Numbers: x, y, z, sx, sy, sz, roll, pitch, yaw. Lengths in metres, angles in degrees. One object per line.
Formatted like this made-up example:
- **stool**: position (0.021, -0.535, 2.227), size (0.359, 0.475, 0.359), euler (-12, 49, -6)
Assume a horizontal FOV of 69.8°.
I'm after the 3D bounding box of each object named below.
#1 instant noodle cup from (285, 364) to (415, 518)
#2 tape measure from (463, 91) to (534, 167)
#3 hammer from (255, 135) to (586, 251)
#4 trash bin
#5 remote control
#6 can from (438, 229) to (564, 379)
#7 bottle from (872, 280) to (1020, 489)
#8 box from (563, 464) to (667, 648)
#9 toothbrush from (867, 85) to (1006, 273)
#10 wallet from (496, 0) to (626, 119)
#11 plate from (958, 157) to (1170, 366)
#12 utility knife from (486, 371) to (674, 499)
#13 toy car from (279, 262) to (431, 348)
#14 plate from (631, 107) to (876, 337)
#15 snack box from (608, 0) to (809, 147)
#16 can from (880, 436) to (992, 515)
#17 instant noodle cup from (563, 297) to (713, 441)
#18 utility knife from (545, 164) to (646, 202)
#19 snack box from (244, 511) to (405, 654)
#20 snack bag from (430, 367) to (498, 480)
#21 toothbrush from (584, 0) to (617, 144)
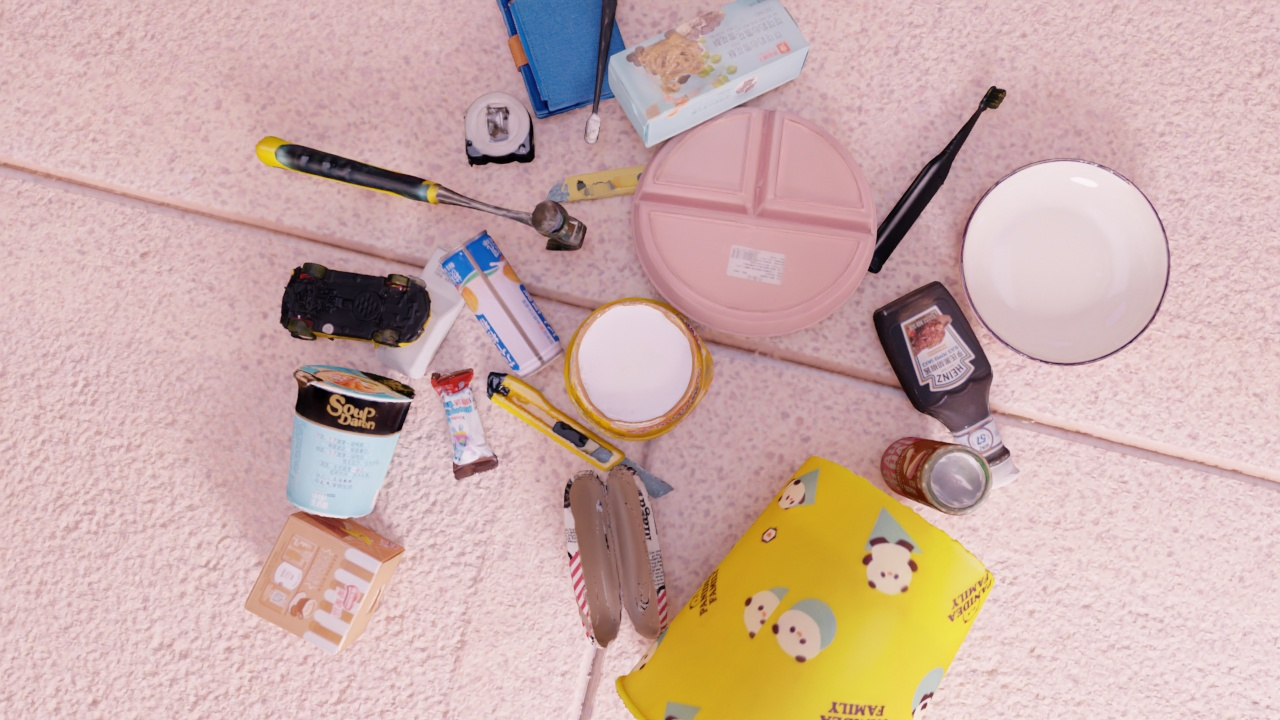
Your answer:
- **instant noodle cup**: position (-0.272, 0.075, 0.836), size (0.111, 0.111, 0.120), euler (16, 96, 1)
- **tape measure**: position (-0.135, -0.220, 0.874), size (0.066, 0.033, 0.066), euler (-6, 88, -1)
- **hammer**: position (-0.202, -0.155, 0.847), size (0.323, 0.126, 0.032), euler (16, 90, 12)
- **trash bin**: position (0.145, 0.236, 0.767), size (0.229, 0.230, 0.255), euler (37, 84, 2)
- **remote control**: position (-0.202, -0.045, 0.874), size (0.049, 0.024, 0.125), euler (29, 88, 1)
- **can**: position (-0.127, -0.051, 0.847), size (0.053, 0.053, 0.134), euler (-33, 99, 0)
- **bottle**: position (0.290, 0.026, 0.853), size (0.080, 0.044, 0.195), euler (-27, 89, 1)
- **box**: position (-0.015, 0.177, 0.838), size (0.088, 0.076, 0.162), euler (-11, 89, 23)
- **toothbrush**: position (0.277, -0.173, 0.868), size (0.212, 0.027, 0.026), euler (-53, 130, -1)
- **wallet**: position (-0.071, -0.306, 0.874), size (0.106, 0.040, 0.133), euler (-19, 89, -8)
- **plate**: position (0.389, -0.090, 0.857), size (0.192, 0.039, 0.192), euler (0, 88, 1)
- **utility knife**: position (-0.059, 0.072, 0.871), size (0.209, 0.015, 0.033), euler (32, 91, 1)
- **toy car**: position (-0.266, -0.048, 0.858), size (0.156, 0.041, 0.071), euler (6, 80, 12)
- **plate**: position (0.106, -0.134, 0.847), size (0.229, 0.028, 0.229), euler (0, 77, 0)
- **snack box**: position (0.062, -0.270, 0.844), size (0.174, 0.052, 0.074), euler (-27, 76, -10)
- **can**: position (0.253, 0.098, 0.798), size (0.058, 0.147, 0.058), euler (0, 88, 1)
- **instant noodle cup**: position (-0.005, 0.005, 0.826), size (0.138, 0.110, 0.138), euler (0, 87, 0)
- **utility knife**: position (-0.009, -0.171, 0.882), size (0.167, 0.018, 0.031), euler (-8, 82, 5)
- **snack box**: position (-0.286, 0.198, 0.840), size (0.094, 0.077, 0.092), euler (26, 88, 3)
- **snack bag**: position (-0.167, 0.058, 0.869), size (0.045, 0.026, 0.105), euler (-15, 90, -3)
- **toothbrush**: position (-0.034, -0.290, 0.854), size (0.015, 0.018, 0.181), euler (8, 83, -8)
